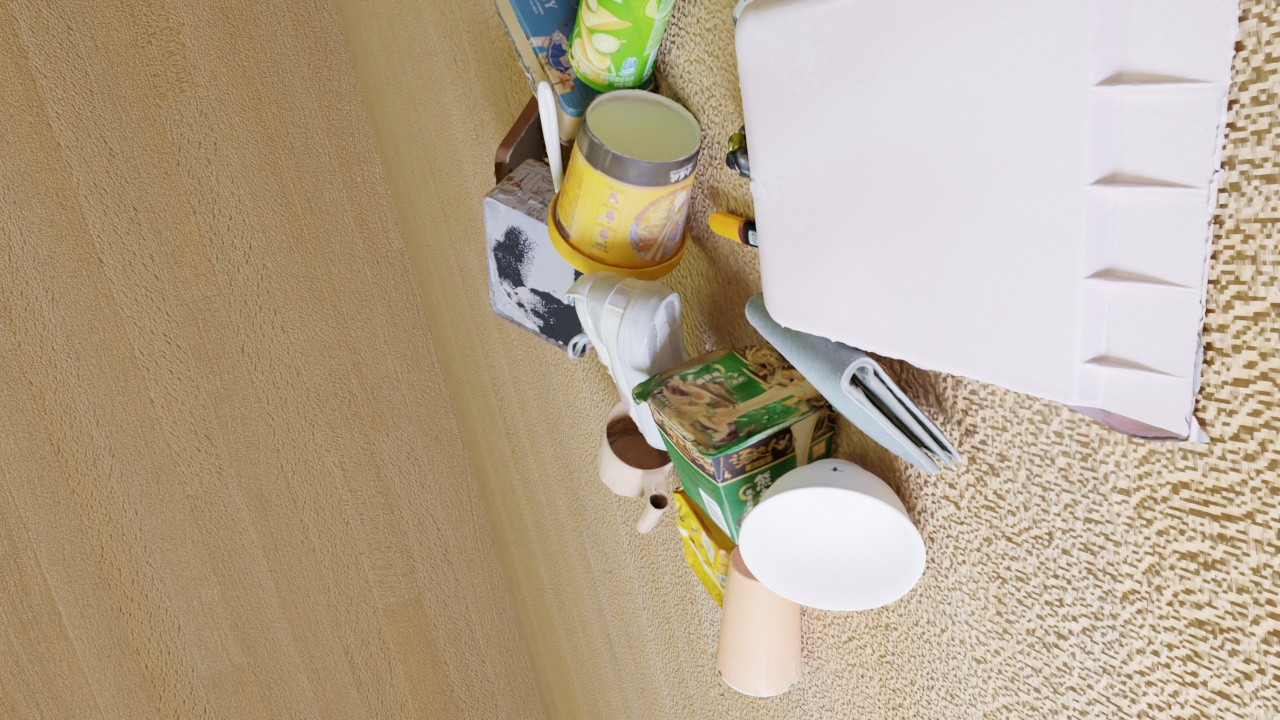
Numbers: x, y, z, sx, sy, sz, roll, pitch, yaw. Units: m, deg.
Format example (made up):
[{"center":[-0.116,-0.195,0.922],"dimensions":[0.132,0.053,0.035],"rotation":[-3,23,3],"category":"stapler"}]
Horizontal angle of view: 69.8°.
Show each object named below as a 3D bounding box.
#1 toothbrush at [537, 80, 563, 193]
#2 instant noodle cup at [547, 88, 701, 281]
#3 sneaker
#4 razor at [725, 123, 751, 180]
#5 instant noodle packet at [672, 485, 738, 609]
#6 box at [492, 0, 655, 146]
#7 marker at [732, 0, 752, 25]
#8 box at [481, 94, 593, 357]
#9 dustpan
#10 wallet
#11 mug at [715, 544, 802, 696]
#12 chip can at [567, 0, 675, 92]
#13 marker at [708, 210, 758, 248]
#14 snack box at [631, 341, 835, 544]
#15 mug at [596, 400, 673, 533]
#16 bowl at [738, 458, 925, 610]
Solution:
[{"center":[-0.069,-0.158,0.790],"dimensions":[0.016,0.016,0.180],"rotation":[20,140,25],"category":"toothbrush"},{"center":[-0.009,-0.142,0.733],"dimensions":[0.118,0.118,0.115],"rotation":[60,151,32],"category":"instant noodle cup"},{"center":[-0.005,0.004,0.778],"dimensions":[0.091,0.089,0.242],"rotation":[21,159,22],"category":"sneaker"},{"center":[0.064,-0.126,0.574],"dimensions":[0.142,0.022,0.043],"rotation":[-64,-41,-73],"category":"razor"},{"center":[0.077,0.190,0.896],"dimensions":[0.128,0.044,0.111],"rotation":[-129,21,-55],"category":"instant noodle packet"},{"center":[-0.061,-0.278,0.783],"dimensions":[0.184,0.089,0.059],"rotation":[63,161,11],"category":"box"},{"center":[0.083,-0.233,0.528],"dimensions":[0.131,0.018,0.022],"rotation":[144,116,-70],"category":"marker"},{"center":[-0.075,-0.142,0.986],"dimensions":[0.181,0.156,0.226],"rotation":[95,-167,-48],"category":"box"},{"center":[0.154,-0.110,0.455],"dimensions":[0.274,0.138,0.223],"rotation":[13,123,36],"category":"dustpan"},{"center":[0.126,0.010,0.547],"dimensions":[0.106,0.037,0.129],"rotation":[41,-177,-26],"category":"wallet"},{"center":[0.105,0.221,0.803],"dimensions":[0.078,0.078,0.123],"rotation":[-135,37,-54],"category":"mug"},{"center":[-0.003,-0.277,0.644],"dimensions":[0.222,0.072,0.072],"rotation":[121,128,-66],"category":"chip can"},{"center":[0.086,-0.090,0.659],"dimensions":[0.124,0.015,0.018],"rotation":[35,141,57],"category":"marker"},{"center":[0.075,0.065,0.678],"dimensions":[0.118,0.117,0.106],"rotation":[41,148,55],"category":"snack box"},{"center":[0.002,0.111,0.962],"dimensions":[0.104,0.084,0.124],"rotation":[109,152,-64],"category":"mug"},{"center":[0.129,0.105,0.614],"dimensions":[0.064,0.118,0.118],"rotation":[-69,-18,-49],"category":"bowl"}]
